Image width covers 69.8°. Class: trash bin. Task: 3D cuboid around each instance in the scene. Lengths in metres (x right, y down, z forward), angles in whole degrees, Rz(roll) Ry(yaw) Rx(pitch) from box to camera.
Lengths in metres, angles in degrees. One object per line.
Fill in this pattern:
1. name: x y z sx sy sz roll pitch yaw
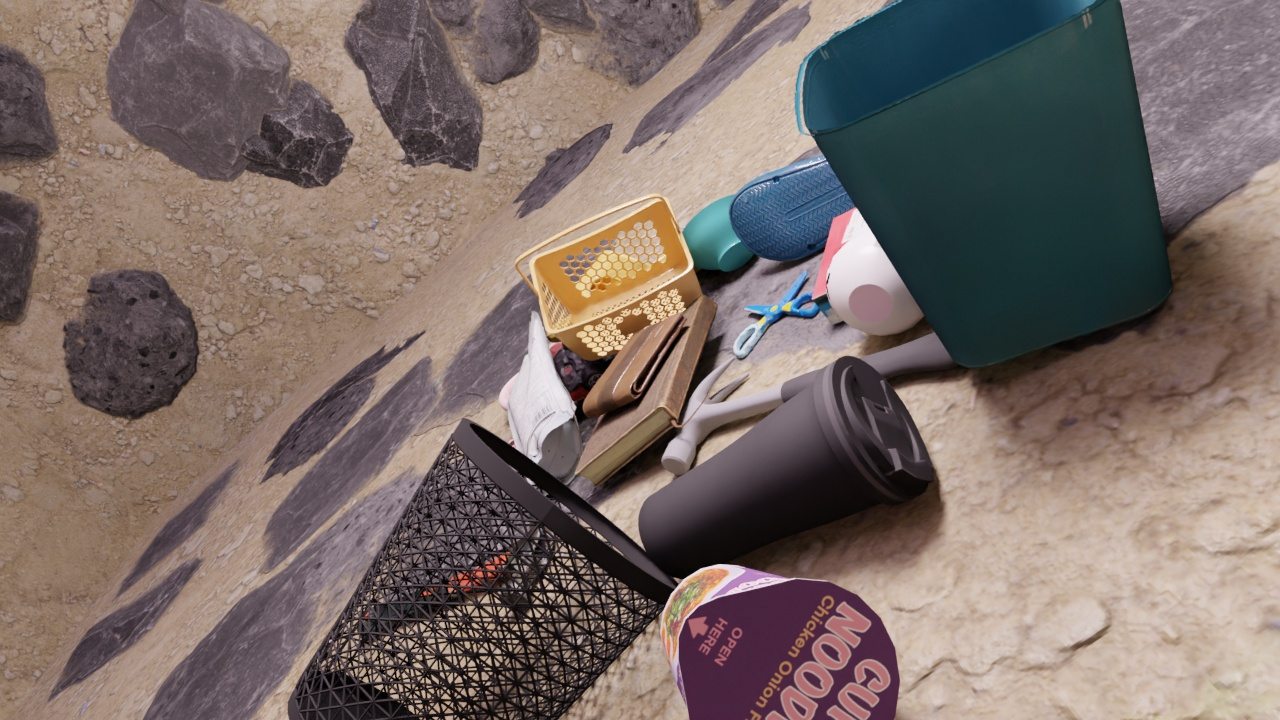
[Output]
1. trash bin: 0.242 -0.135 0.629 0.200 0.219 0.196 -21 29 25
2. trash bin: -0.128 0.207 0.714 0.243 0.217 0.217 -52 21 -5

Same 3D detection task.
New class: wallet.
1. wallet: -0.006 0.006 0.973 0.099 0.027 0.120 -26 25 54

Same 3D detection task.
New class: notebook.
1. notebook: 0.023 0.020 0.973 0.191 0.034 0.214 -41 16 37

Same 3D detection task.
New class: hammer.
1. hammer: -0.216 0.254 1.016 0.334 0.033 0.132 -29 26 34
2. hammer: 0.148 0.021 0.802 0.312 0.029 0.124 -21 30 44

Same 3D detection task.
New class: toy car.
1. toy car: -0.023 -0.026 1.143 0.189 0.056 0.081 -36 51 3

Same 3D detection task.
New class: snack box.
1. snack box: 0.243 -0.115 0.875 0.145 0.040 0.142 -25 27 38

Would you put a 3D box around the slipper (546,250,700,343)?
1. slipper: -0.017 -0.110 1.213 0.263 0.078 0.099 -31 -12 -1

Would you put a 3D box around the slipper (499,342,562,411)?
1. slipper: -0.118 0.013 1.268 0.222 0.055 0.106 -20 28 43

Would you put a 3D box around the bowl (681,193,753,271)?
1. bowl: 0.109 -0.145 1.136 0.121 0.121 0.046 -38 61 12

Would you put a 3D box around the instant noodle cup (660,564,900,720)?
1. instant noodle cup: 0.062 0.171 0.544 0.121 0.137 0.122 -56 13 -8

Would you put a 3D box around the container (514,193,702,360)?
1. container: -0.032 -0.102 1.056 0.183 0.167 0.129 -23 51 9

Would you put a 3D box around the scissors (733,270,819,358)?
1. scissors: 0.143 -0.049 0.973 0.129 0.013 0.125 -45 22 -12

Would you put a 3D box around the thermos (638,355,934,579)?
1. thermos: 0.097 0.089 0.672 0.219 0.106 0.105 -35 21 34

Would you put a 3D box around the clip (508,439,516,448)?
1. clip: -0.155 0.103 1.213 0.050 0.023 0.058 -10 44 54

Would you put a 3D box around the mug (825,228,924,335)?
1. mug: 0.203 -0.080 0.771 0.090 0.124 0.076 10 35 23

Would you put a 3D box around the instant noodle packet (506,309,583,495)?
1. instant noodle packet: -0.124 0.054 1.130 0.269 0.057 0.147 -120 48 -61

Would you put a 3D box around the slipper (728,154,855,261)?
1. slipper: 0.199 -0.177 1.018 0.214 0.104 0.059 -20 9 33
